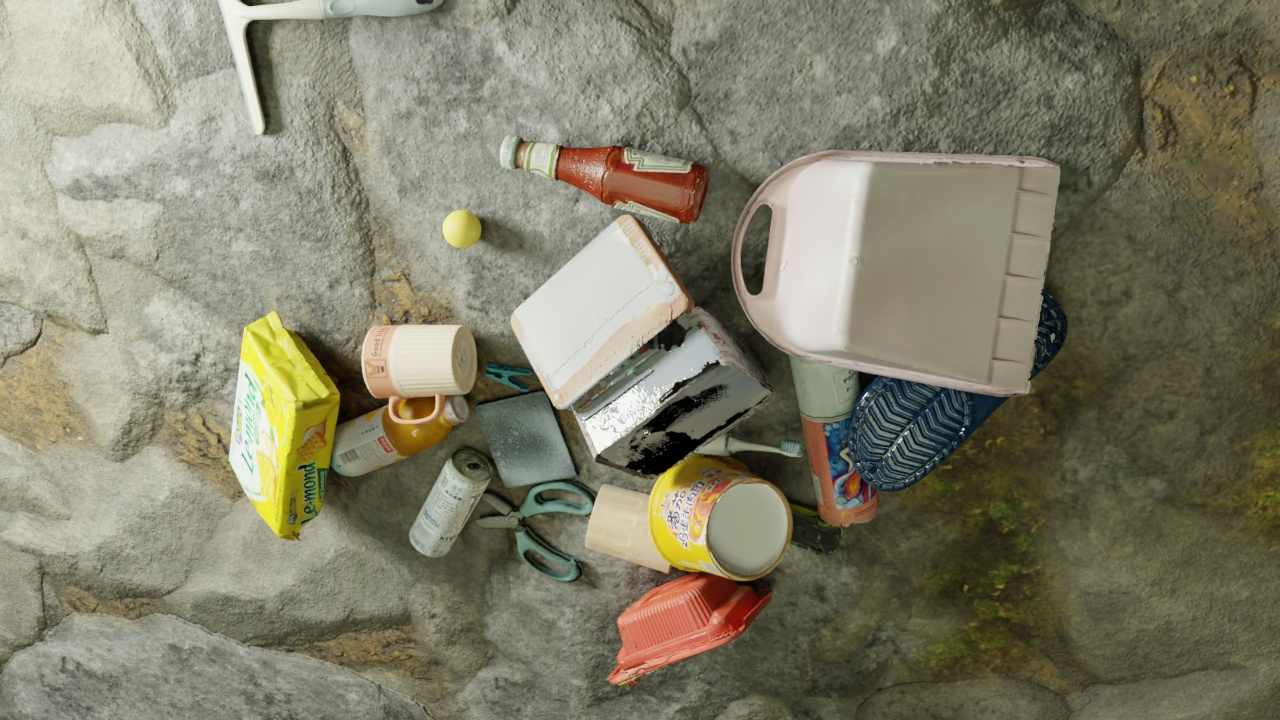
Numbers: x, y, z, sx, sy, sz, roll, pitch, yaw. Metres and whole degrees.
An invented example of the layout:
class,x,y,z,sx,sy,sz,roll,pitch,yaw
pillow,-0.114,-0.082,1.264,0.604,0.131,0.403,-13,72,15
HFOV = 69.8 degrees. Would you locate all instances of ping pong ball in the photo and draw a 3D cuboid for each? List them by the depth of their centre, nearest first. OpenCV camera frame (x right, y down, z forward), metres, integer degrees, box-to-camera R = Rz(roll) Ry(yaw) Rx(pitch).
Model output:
class,x,y,z,sx,sy,sz,roll,pitch,yaw
ping pong ball,-0.190,-0.140,0.976,0.040,0.040,0.040,5,118,10

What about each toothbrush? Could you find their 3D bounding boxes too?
class,x,y,z,sx,sy,sz,roll,pitch,yaw
toothbrush,0.072,0.092,1.027,0.221,0.026,0.026,3,108,21

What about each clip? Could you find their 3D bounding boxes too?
class,x,y,z,sx,sy,sz,roll,pitch,yaw
clip,-0.154,0.018,1.066,0.056,0.013,0.039,14,119,6

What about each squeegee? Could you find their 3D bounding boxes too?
class,x,y,z,sx,sy,sz,roll,pitch,yaw
squeegee,-0.313,-0.345,0.897,0.247,0.039,0.247,1,118,12

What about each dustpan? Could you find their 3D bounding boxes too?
class,x,y,z,sx,sy,sz,roll,pitch,yaw
dustpan,0.237,-0.095,0.878,0.273,0.139,0.222,8,94,-17

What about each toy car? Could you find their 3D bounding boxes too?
class,x,y,z,sx,sy,sz,roll,pitch,yaw
toy car,0.183,0.189,1.069,0.105,0.032,0.048,16,120,17

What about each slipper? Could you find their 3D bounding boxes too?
class,x,y,z,sx,sy,sz,roll,pitch,yaw
slipper,0.307,0.021,0.924,0.253,0.095,0.105,-44,86,11

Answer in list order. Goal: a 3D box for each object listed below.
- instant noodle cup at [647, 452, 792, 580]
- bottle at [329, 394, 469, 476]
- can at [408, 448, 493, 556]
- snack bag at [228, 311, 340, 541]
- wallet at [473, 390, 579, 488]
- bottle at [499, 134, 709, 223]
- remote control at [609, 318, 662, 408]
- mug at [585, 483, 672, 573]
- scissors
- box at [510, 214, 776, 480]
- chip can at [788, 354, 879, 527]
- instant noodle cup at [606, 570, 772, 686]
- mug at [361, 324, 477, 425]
class,x,y,z,sx,sy,sz,roll,pitch,yaw
instant noodle cup,0.091,0.174,1.001,0.137,0.110,0.138,-1,92,-25
bottle,-0.291,0.084,1.101,0.190,0.067,0.068,-21,111,22
can,-0.237,0.178,1.144,0.058,0.058,0.147,31,119,-4
snack bag,-0.427,0.085,1.101,0.158,0.068,0.247,44,127,32
wallet,-0.136,0.095,1.102,0.097,0.019,0.121,-12,113,16
bottle,-0.037,-0.185,0.908,0.206,0.059,0.060,14,119,6
remote control,-0.006,0.006,1.022,0.056,0.019,0.135,2,117,11
mug,-0.006,0.209,1.103,0.103,0.084,0.125,15,146,6
scissors,-0.120,0.221,1.163,0.170,0.019,0.181,-11,115,17
box,0.006,-0.004,0.962,0.181,0.158,0.208,-39,63,17
chip can,0.207,0.072,0.979,0.071,0.071,0.215,-7,116,16
instant noodle cup,0.053,0.309,1.102,0.189,0.164,0.079,-27,85,24
mug,-0.248,0.015,1.037,0.106,0.081,0.114,-1,82,11
